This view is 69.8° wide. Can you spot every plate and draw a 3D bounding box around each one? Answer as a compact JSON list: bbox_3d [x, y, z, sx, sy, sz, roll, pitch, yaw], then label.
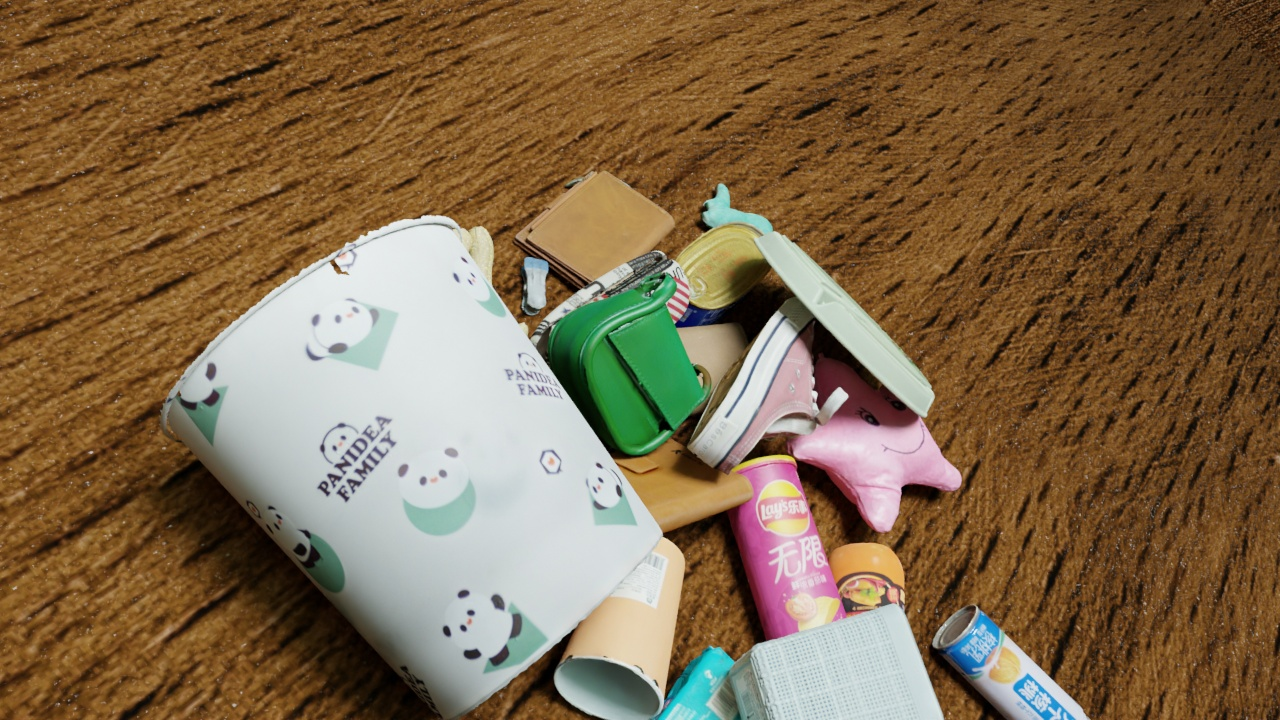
[{"bbox_3d":[0.194,-0.039,0.860,0.230,0.027,0.230,42,15,-15],"label":"plate"}]

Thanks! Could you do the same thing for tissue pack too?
[{"bbox_3d":[0.046,0.282,0.656,0.093,0.050,0.133,45,50,5],"label":"tissue pack"}]

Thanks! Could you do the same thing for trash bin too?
[{"bbox_3d":[-0.133,0.074,0.603,0.252,0.230,0.228,50,51,4],"label":"trash bin"}]

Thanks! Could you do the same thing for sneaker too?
[{"bbox_3d":[0.118,0.029,0.788,0.088,0.119,0.240,37,36,1],"label":"sneaker"}]

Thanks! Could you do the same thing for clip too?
[{"bbox_3d":[-0.098,-0.068,0.842,0.026,0.038,0.058,14,55,-21],"label":"clip"}]

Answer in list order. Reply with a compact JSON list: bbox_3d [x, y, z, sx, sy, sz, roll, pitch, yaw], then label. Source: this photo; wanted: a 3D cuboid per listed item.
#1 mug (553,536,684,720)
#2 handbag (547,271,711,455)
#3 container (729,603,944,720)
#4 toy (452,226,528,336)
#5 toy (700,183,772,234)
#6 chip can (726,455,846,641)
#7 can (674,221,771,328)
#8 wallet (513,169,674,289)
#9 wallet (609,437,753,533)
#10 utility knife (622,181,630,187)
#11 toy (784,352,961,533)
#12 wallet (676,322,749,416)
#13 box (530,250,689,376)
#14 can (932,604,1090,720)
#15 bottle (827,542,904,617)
[{"bbox_3d":[-0.008,0.190,0.674,0.078,0.078,0.122,29,42,-7],"label":"mug"},{"bbox_3d":[-0.004,0.004,0.759,0.120,0.068,0.131,-35,121,-20],"label":"handbag"},{"bbox_3d":[0.129,0.230,0.631,0.111,0.090,0.090,-8,63,-14],"label":"container"},{"bbox_3d":[-0.135,-0.041,0.773,0.105,0.066,0.157,6,62,-45],"label":"toy"},{"bbox_3d":[0.106,-0.153,0.998,0.092,0.030,0.096,18,46,-18],"label":"toy"},{"bbox_3d":[0.124,0.186,0.748,0.071,0.072,0.210,0,59,-27],"label":"chip can"},{"bbox_3d":[0.075,-0.085,0.922,0.074,0.049,0.147,45,50,7],"label":"can"},{"bbox_3d":[-0.048,-0.131,0.894,0.119,0.035,0.130,33,53,13],"label":"wallet"},{"bbox_3d":[0.009,0.102,0.740,0.131,0.031,0.108,-10,24,-39],"label":"wallet"},{"bbox_3d":[-0.013,-0.124,0.927,0.029,0.013,0.157,9,55,-21],"label":"utility knife"},{"bbox_3d":[0.209,0.070,0.866,0.194,0.075,0.178,-14,65,-41],"label":"toy"},{"bbox_3d":[0.059,0.007,0.864,0.115,0.033,0.090,-8,66,-32],"label":"wallet"},{"bbox_3d":[-0.019,-0.036,0.805,0.163,0.075,0.082,-32,62,-29],"label":"box"},{"bbox_3d":[0.323,0.280,0.799,0.134,0.053,0.053,45,50,6],"label":"can"},{"bbox_3d":[0.191,0.231,0.764,0.066,0.067,0.149,12,61,-20],"label":"bottle"}]
